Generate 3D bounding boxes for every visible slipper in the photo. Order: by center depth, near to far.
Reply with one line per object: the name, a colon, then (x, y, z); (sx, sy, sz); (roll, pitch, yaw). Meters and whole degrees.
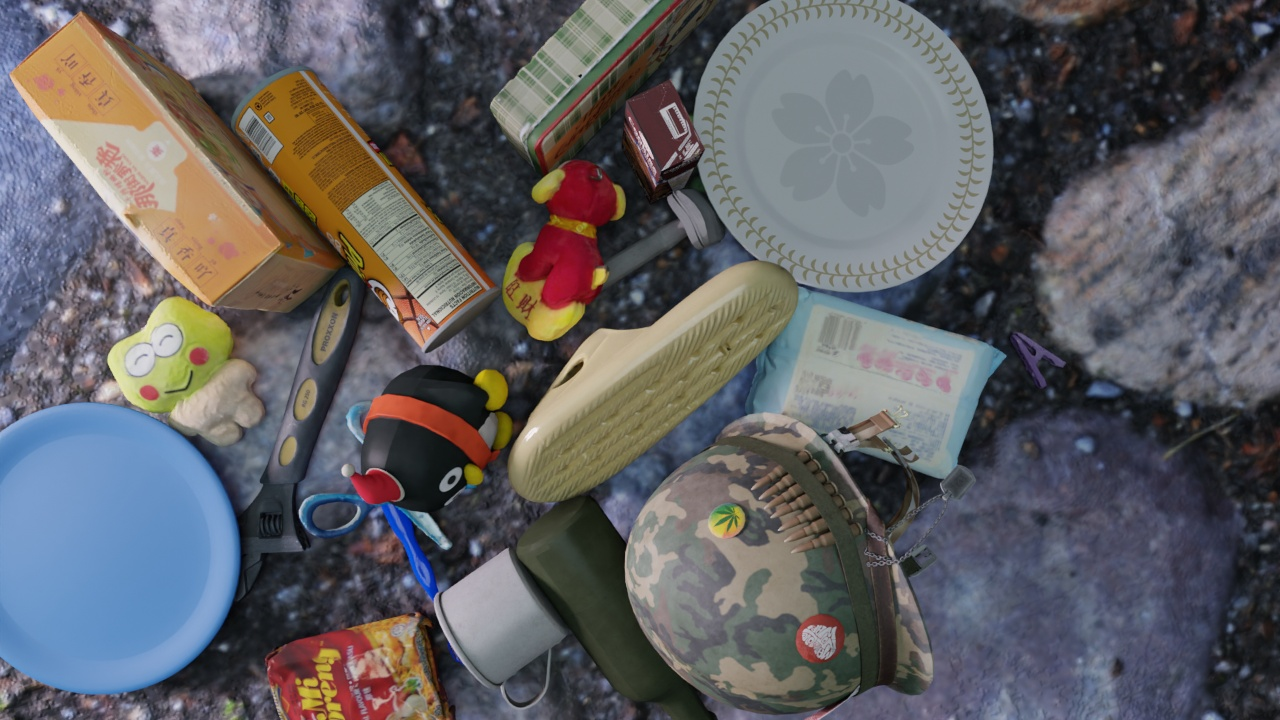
slipper: (-0.004, 0.004, 0.678); (0.262, 0.111, 0.079); (-38, 59, 13)

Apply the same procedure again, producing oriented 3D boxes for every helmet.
helmet: (0.115, 0.138, 0.636); (0.235, 0.224, 0.193); (-36, 137, -29)

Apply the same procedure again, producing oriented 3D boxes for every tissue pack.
tissue pack: (0.178, 0.018, 0.707); (0.182, 0.070, 0.112); (17, 90, -5)

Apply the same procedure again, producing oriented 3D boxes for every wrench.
wrench: (-0.267, 0.058, 0.714); (0.073, 0.022, 0.273); (19, 91, 3)

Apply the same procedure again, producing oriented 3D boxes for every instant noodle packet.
instant noodle packet: (-0.216, 0.254, 0.712); (0.135, 0.039, 0.098); (-12, 99, -3)

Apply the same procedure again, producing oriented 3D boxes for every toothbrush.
toothbrush: (-0.174, 0.157, 0.721); (0.016, 0.018, 0.182); (-25, 92, -16)

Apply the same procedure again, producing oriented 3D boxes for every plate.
plate: (-0.414, 0.143, 0.705); (0.224, 0.024, 0.224); (0, 94, 1)
plate: (0.159, -0.172, 0.716); (0.242, 0.016, 0.242); (1, 85, -8)

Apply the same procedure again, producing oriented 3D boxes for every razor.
razor: (0.004, -0.085, 0.703); (0.116, 0.088, 0.047); (-30, 92, 18)

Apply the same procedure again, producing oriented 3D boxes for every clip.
clip: (0.317, 0.002, 0.739); (0.050, 0.014, 0.046); (16, 93, -5)

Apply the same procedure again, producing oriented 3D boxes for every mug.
mug: (-0.096, 0.205, 0.695); (0.070, 0.084, 0.113); (-35, 99, -4)

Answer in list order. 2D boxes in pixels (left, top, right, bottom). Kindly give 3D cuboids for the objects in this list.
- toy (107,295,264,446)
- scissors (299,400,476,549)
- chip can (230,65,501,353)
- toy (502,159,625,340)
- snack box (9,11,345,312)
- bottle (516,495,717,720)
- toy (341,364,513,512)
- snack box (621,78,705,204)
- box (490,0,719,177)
toy: (-0.340, 0.013, 0.699); (0.092, 0.046, 0.115); (-41, 100, -2)
scissors: (-0.200, 0.102, 0.709); (0.134, 0.012, 0.134); (-40, 93, -20)
chip can: (-0.203, -0.111, 0.685); (0.075, 0.075, 0.215); (-40, 92, -1)
toy: (-0.057, -0.080, 0.681); (0.105, 0.067, 0.137); (29, 102, 40)
snack box: (-0.319, -0.122, 0.646); (0.080, 0.145, 0.195); (-41, 92, -1)
bottle: (-0.010, 0.203, 0.699); (0.071, 0.071, 0.207); (-34, 98, -1)
toy: (-0.157, 0.063, 0.671); (0.100, 0.098, 0.119); (17, 57, 8)
snack box: (0.013, -0.153, 0.660); (0.032, 0.141, 0.051); (-26, 92, -2)
box: (-0.018, -0.228, 0.672); (0.050, 0.117, 0.205); (44, 88, 2)
